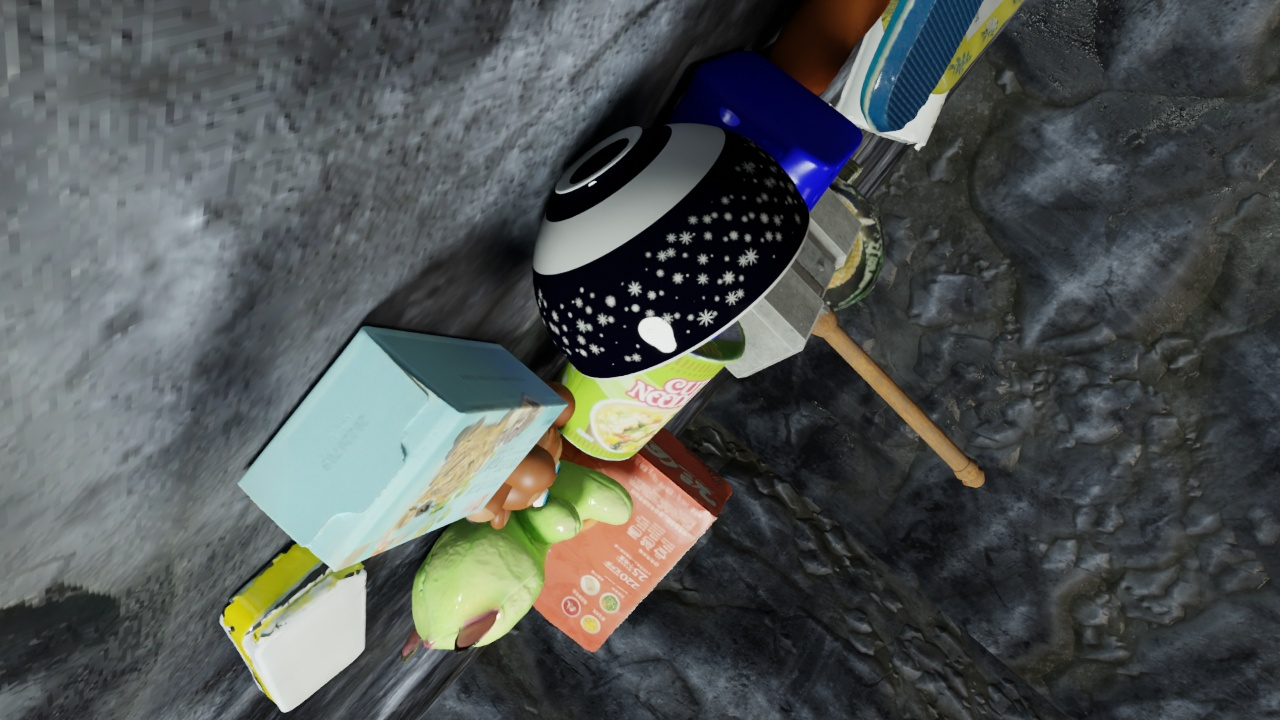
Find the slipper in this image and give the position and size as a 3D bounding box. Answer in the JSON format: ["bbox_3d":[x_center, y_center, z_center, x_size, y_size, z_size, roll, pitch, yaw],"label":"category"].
[{"bbox_3d":[0.167,-0.254,0.435,0.295,0.060,0.118,-65,162,16],"label":"slipper"}]

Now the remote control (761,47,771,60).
[{"bbox_3d":[0.102,-0.191,0.559,0.146,0.015,0.033,-44,171,-38],"label":"remote control"}]

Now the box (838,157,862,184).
[{"bbox_3d":[0.174,-0.154,1.074,0.206,0.051,0.117,-53,175,25],"label":"box"}]

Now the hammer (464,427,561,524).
[{"bbox_3d":[-0.020,-0.002,0.673,0.324,0.029,0.127,-47,-171,5],"label":"hammer"}]

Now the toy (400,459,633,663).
[{"bbox_3d":[-0.111,0.155,0.749,0.196,0.107,0.151,-32,-175,-39],"label":"toy"}]

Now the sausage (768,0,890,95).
[{"bbox_3d":[0.127,-0.208,0.507,0.164,0.044,0.039,-48,-150,-14],"label":"sausage"}]

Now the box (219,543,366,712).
[{"bbox_3d":[-0.183,0.151,0.503,0.064,0.037,0.210,-43,171,-31],"label":"box"}]

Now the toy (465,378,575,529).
[{"bbox_3d":[-0.071,0.062,0.552,0.128,0.065,0.094,92,20,-61],"label":"toy"}]

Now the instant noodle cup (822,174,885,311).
[{"bbox_3d":[0.151,-0.106,0.890,0.137,0.137,0.112,-49,-177,-10],"label":"instant noodle cup"}]

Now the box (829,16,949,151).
[{"bbox_3d":[0.172,-0.207,0.713,0.084,0.126,0.156,-40,149,-73],"label":"box"}]

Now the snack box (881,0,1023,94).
[{"bbox_3d":[0.229,-0.274,0.597,0.181,0.045,0.121,-50,144,-1],"label":"snack box"}]

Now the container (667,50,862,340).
[{"bbox_3d":[0.045,-0.087,0.476,0.114,0.084,0.084,-56,173,35],"label":"container"}]

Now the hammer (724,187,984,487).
[{"bbox_3d":[0.188,0.003,0.773,0.083,0.317,0.162,-29,-158,50],"label":"hammer"}]

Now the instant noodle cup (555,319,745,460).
[{"bbox_3d":[-0.003,0.003,0.578,0.108,0.099,0.098,-54,172,29],"label":"instant noodle cup"}]

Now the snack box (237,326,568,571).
[{"bbox_3d":[-0.089,0.033,0.398,0.075,0.053,0.174,-50,172,4],"label":"snack box"}]

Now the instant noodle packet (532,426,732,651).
[{"bbox_3d":[-0.046,0.158,0.864,0.221,0.164,0.083,-53,174,19],"label":"instant noodle packet"}]

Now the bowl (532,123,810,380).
[{"bbox_3d":[0.001,-0.057,0.379,0.120,0.066,0.120,-30,-154,16],"label":"bowl"}]
